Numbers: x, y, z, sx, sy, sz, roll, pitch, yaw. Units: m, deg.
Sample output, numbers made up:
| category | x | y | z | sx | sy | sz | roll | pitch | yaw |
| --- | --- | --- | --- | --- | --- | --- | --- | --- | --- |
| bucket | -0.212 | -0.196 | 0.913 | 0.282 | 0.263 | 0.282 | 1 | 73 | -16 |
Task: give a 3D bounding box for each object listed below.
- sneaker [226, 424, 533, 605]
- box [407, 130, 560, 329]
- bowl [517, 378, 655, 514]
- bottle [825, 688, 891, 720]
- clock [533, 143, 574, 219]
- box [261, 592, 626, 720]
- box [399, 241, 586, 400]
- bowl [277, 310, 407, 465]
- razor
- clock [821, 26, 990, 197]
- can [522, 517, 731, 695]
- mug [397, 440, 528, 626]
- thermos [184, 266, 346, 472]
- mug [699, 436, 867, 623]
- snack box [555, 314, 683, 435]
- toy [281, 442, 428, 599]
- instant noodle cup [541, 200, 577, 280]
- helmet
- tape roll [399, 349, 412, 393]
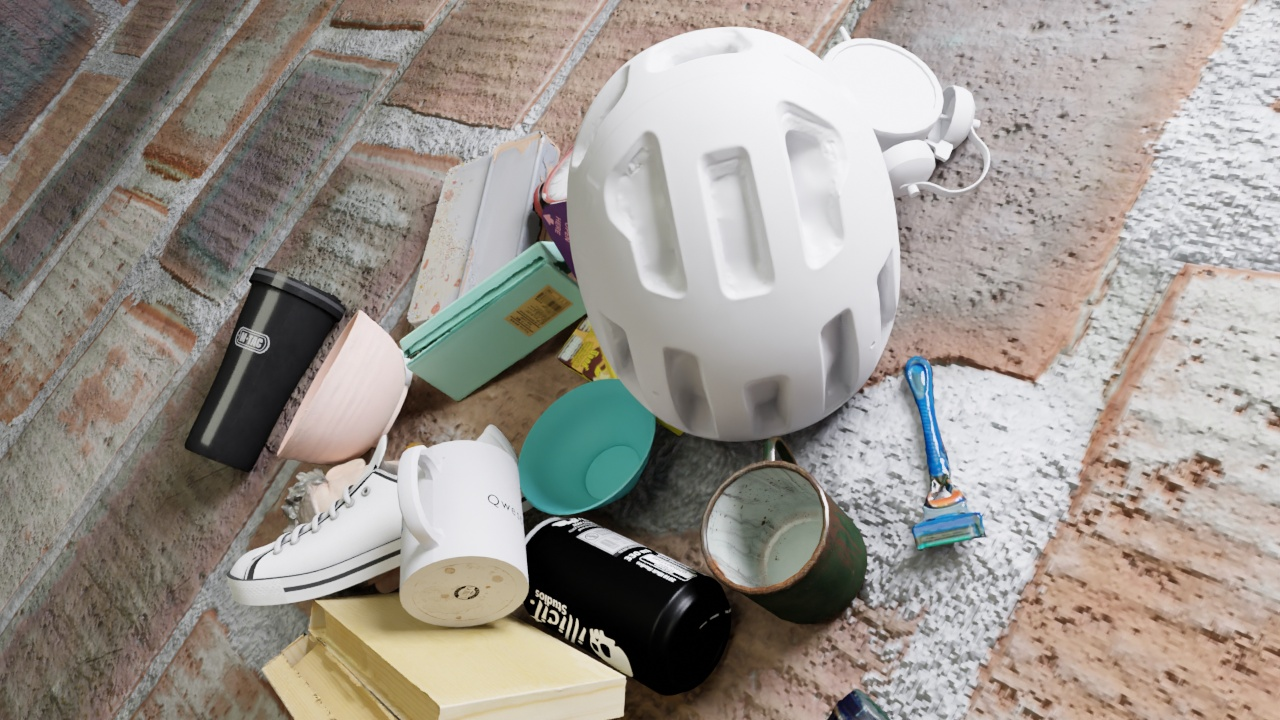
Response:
| category | x | y | z | sx | sy | sz | roll | pitch | yaw |
| --- | --- | --- | --- | --- | --- | --- | --- | --- | --- |
| sneaker | -0.210 | 0.113 | 0.727 | 0.245 | 0.091 | 0.097 | -20 | 91 | -4 |
| box | -0.166 | -0.136 | 0.964 | 0.151 | 0.043 | 0.215 | -14 | 55 | 33 |
| bowl | -0.032 | 0.077 | 0.718 | 0.121 | 0.046 | 0.121 | -19 | 45 | 21 |
| bottle | 0.080 | 0.255 | 0.520 | 0.161 | 0.056 | 0.056 | -45 | 46 | 3 |
| clock | -0.043 | -0.166 | 0.874 | 0.157 | 0.062 | 0.109 | 10 | 59 | 51 |
| box | -0.148 | 0.233 | 0.605 | 0.249 | 0.141 | 0.184 | 2 | 54 | 55 |
| box | -0.126 | -0.027 | 0.828 | 0.189 | 0.077 | 0.080 | -30 | 79 | 26 |
| bowl | -0.266 | 0.037 | 0.854 | 0.153 | 0.076 | 0.152 | -49 | 22 | 28 |
| razor | 0.192 | 0.056 | 0.598 | 0.044 | 0.018 | 0.140 | -18 | 49 | 26 |
| clock | 0.189 | -0.178 | 0.697 | 0.159 | 0.061 | 0.119 | 39 | 61 | 11 |
| can | -0.015 | 0.164 | 0.630 | 0.146 | 0.080 | 0.080 | 16 | 72 | 41 |
| mug | -0.128 | 0.107 | 0.619 | 0.083 | 0.120 | 0.096 | -21 | 44 | 7 |
| thermos | -0.414 | 0.008 | 1.005 | 0.106 | 0.106 | 0.218 | 11 | 74 | 39 |
| mug | 0.094 | 0.106 | 0.589 | 0.085 | 0.081 | 0.110 | -14 | 55 | 28 |
| snack box | -0.005 | 0.004 | 0.764 | 0.149 | 0.025 | 0.061 | 29 | 81 | 43 |
| toy | -0.233 | 0.135 | 0.807 | 0.176 | 0.076 | 0.132 | -31 | 85 | 6 |
| instant noodle cup | 0.010 | -0.117 | 0.762 | 0.137 | 0.122 | 0.121 | 37 | 60 | 17 |
| helmet | 0.061 | -0.076 | 0.622 | 0.224 | 0.282 | 0.183 | -5 | 19 | 9 |
| tape roll | -0.277 | 0.026 | 0.947 | 0.094 | 0.019 | 0.093 | -18 | 53 | 26 |
